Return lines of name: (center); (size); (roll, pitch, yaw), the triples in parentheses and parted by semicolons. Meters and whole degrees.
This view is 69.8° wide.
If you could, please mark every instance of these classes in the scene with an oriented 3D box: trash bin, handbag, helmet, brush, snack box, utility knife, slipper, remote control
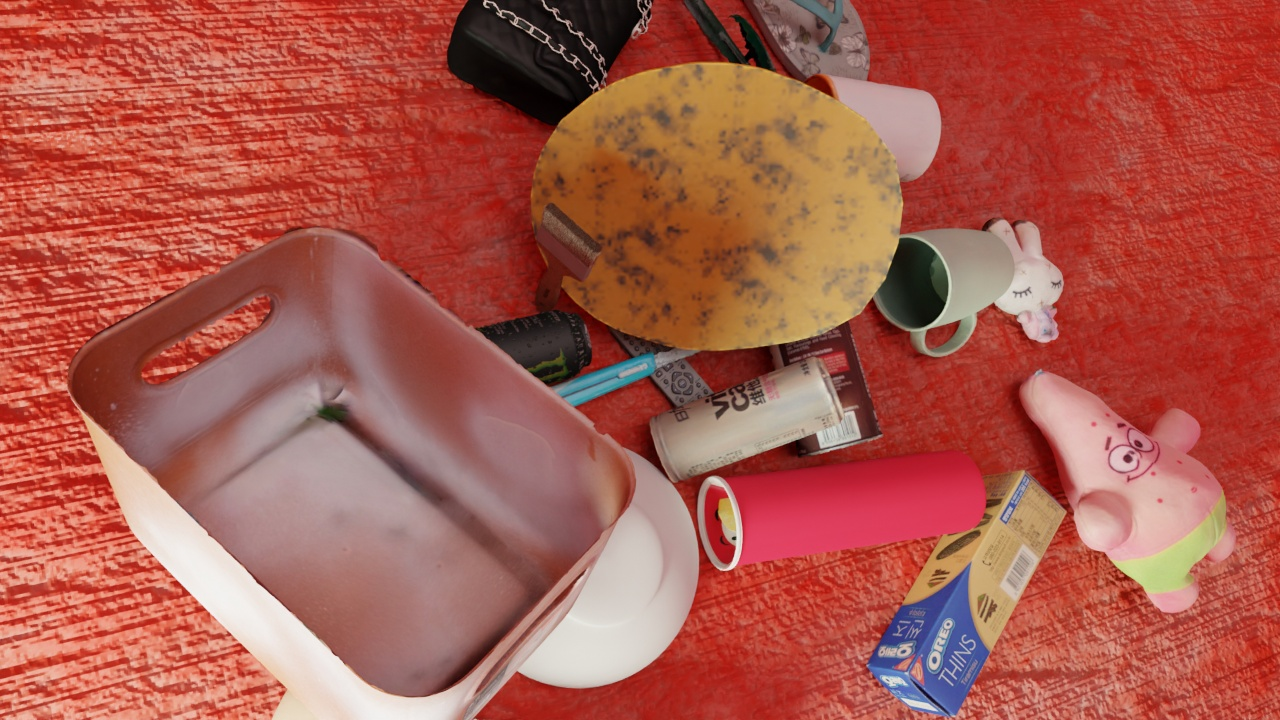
trash bin: (-0.160, 0.076, 0.521); (0.260, 0.158, 0.181); (37, 51, 13)
handbag: (-0.058, -0.272, 0.704); (0.125, 0.115, 0.153); (32, 66, -13)
helmet: (0.054, -0.125, 0.687); (0.255, 0.131, 0.206); (7, 117, 1)
brush: (-0.058, -0.060, 0.639); (0.045, 0.143, 0.008); (42, 67, 3)
snack box: (0.143, 0.011, 0.733); (0.072, 0.072, 0.121); (-12, 83, -21)
snack box: (0.265, 0.183, 0.744); (0.057, 0.056, 0.206); (43, 68, -7)
utility knife: (-0.004, 0.004, 0.703); (0.176, 0.015, 0.022); (-23, 94, -16)
slipper: (0.124, -0.355, 0.819); (0.098, 0.055, 0.269); (-40, 91, -25)
remote control: (0.028, 0.015, 0.722); (0.033, 0.013, 0.136); (-41, 93, -20)

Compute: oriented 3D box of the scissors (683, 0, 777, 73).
scissors: (0.075, -0.250, 0.730); (0.015, 0.201, 0.203); (-36, 71, 8)

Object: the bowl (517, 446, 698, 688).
bowl: (-0.034, 0.140, 0.644); (0.176, 0.066, 0.176); (4, 77, -18)

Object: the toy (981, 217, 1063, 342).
toy: (0.356, -0.076, 0.844); (0.079, 0.038, 0.122); (-14, 86, -28)

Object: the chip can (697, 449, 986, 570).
chip can: (0.159, 0.114, 0.716); (0.220, 0.069, 0.069); (-4, 79, -20)

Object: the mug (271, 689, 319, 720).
mug: (-0.167, 0.233, 0.550); (0.096, 0.120, 0.099); (43, 49, -46)

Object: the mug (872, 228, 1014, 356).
mug: (0.263, -0.059, 0.792); (0.103, 0.084, 0.111); (-12, 110, -33)

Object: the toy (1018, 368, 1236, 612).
toy: (0.424, 0.100, 0.801); (0.191, 0.097, 0.236); (-37, 84, -31)

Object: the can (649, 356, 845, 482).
can: (0.079, 0.044, 0.679); (0.136, 0.054, 0.054); (-21, 84, 10)

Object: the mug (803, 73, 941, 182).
mug: (0.190, -0.198, 0.790); (0.105, 0.082, 0.082); (1, 78, -20)

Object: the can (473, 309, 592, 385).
can: (-0.106, 0.001, 0.657); (0.137, 0.054, 0.054); (-15, 83, -22)
